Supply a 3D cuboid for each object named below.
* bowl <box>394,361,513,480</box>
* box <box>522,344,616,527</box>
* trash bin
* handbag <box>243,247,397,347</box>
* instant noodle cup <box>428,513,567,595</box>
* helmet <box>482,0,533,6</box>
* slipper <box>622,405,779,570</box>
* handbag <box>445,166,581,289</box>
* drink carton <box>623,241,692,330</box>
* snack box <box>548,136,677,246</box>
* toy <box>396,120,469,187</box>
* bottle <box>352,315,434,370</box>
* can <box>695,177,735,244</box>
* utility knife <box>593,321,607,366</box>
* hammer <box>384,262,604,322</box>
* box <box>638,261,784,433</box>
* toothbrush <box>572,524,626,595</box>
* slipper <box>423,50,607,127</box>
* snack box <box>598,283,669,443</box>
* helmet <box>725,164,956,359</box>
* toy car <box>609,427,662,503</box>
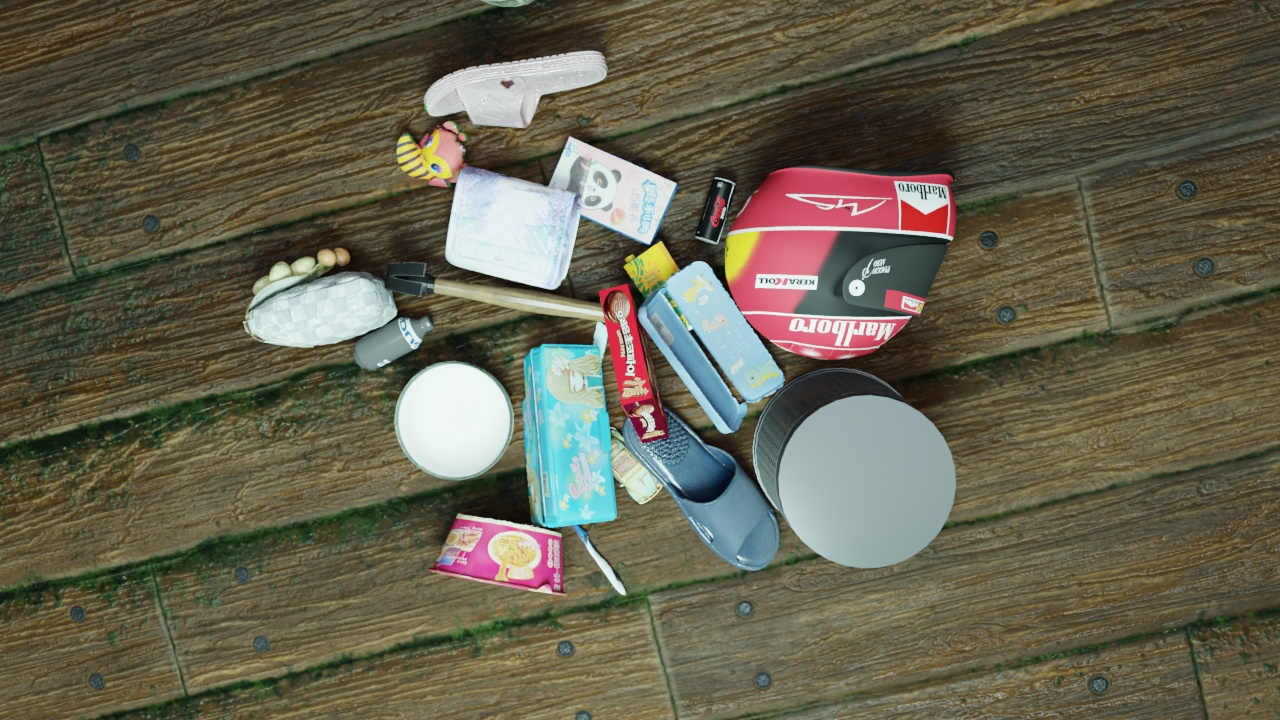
[{"bbox_3d":[-0.237,0.076,1.203,0.153,0.073,0.153,0,94,3],"label":"bowl"},{"bbox_3d":[-0.110,0.100,1.190,0.097,0.117,0.226,0,79,-38],"label":"box"},{"bbox_3d":[0.249,0.124,1.092,0.218,0.227,0.218,0,93,4],"label":"trash bin"},{"bbox_3d":[-0.410,-0.082,1.190,0.171,0.112,0.123,-13,85,5],"label":"handbag"},{"bbox_3d":[-0.174,0.245,1.170,0.179,0.179,0.077,10,77,3],"label":"instant noodle cup"},{"bbox_3d":[-0.180,-0.535,1.077,0.193,0.236,0.224,-16,103,10],"label":"helmet"},{"bbox_3d":[0.088,0.152,1.165,0.263,0.083,0.101,47,66,1],"label":"slipper"},{"bbox_3d":[-0.161,-0.172,1.178,0.158,0.069,0.127,15,109,3],"label":"handbag"},{"bbox_3d":[0.033,-0.092,1.189,0.058,0.041,0.122,-33,91,5],"label":"drink carton"},{"bbox_3d":[-0.039,-0.218,1.191,0.154,0.033,0.088,24,96,2],"label":"snack box"},{"bbox_3d":[-0.267,-0.267,1.199,0.103,0.046,0.084,2,116,14],"label":"toy"},{"bbox_3d":[-0.326,-0.027,1.216,0.112,0.047,0.047,-27,91,5],"label":"bottle"},{"bbox_3d":[0.097,-0.193,1.183,0.031,0.031,0.080,18,95,3],"label":"can"},{"bbox_3d":[-0.073,0.061,1.221,0.030,0.019,0.227,11,91,-3],"label":"utility knife"},{"bbox_3d":[-0.170,-0.081,1.178,0.305,0.132,0.040,9,89,-5],"label":"hammer"},{"bbox_3d":[0.088,-0.015,1.159,0.122,0.047,0.209,-43,111,-16],"label":"box"},{"bbox_3d":[-0.072,0.236,1.230,0.017,0.016,0.189,-34,90,-5],"label":"toothbrush"},{"bbox_3d":[-0.156,-0.335,1.163,0.239,0.094,0.064,-12,87,1],"label":"slipper"},{"bbox_3d":[-0.007,0.007,1.123,0.036,0.133,0.152,-14,64,5],"label":"snack box"},{"bbox_3d":[0.236,-0.113,1.097,0.271,0.197,0.224,2,93,-4],"label":"helmet"},{"bbox_3d":[-0.019,0.139,1.203,0.047,0.047,0.112,-43,90,2],"label":"toy car"}]
